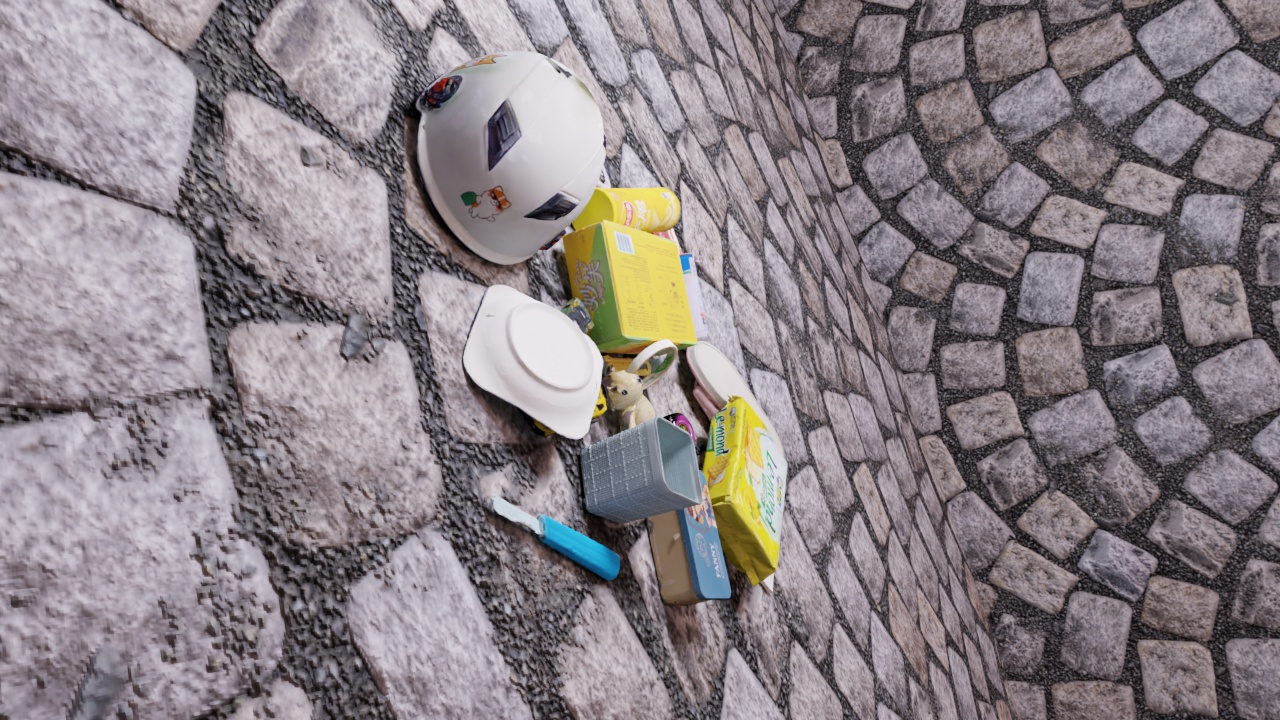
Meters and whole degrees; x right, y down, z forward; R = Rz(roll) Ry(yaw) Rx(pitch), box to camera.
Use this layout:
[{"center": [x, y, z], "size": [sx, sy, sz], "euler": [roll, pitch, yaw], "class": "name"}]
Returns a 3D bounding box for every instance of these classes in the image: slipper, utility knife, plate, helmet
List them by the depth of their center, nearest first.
[{"center": [-0.084, 0.182, 0.949], "size": [0.218, 0.018, 0.034], "euler": [42, 37, -46], "class": "utility knife"}, {"center": [-0.104, -0.008, 0.990], "size": [0.163, 0.034, 0.163], "euler": [33, 39, -22], "class": "plate"}, {"center": [-0.126, -0.249, 1.050], "size": [0.230, 0.157, 0.273], "euler": [53, 29, -28], "class": "helmet"}, {"center": [-0.007, 0.007, 1.260], "size": [0.215, 0.022, 0.031], "euler": [2, 74, -68], "class": "utility knife"}, {"center": [0.143, 0.078, 1.451], "size": [0.274, 0.055, 0.114], "euler": [50, 30, -28], "class": "slipper"}]

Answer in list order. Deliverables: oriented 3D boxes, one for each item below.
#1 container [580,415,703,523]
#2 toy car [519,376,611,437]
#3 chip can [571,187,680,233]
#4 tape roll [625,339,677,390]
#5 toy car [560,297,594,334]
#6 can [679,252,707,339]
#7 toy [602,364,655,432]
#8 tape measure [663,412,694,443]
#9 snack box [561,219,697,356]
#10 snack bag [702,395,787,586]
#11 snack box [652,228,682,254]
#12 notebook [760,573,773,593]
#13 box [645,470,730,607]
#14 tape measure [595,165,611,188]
[{"center": [-0.002, 0.130, 1.048], "size": [0.090, 0.112, 0.090], "euler": [32, 43, -51], "class": "container"}, {"center": [-0.084, 0.044, 1.037], "size": [0.155, 0.041, 0.071], "euler": [-15, 82, -63], "class": "toy car"}, {"center": [-0.017, -0.214, 1.324], "size": [0.212, 0.072, 0.072], "euler": [-19, 87, -61], "class": "chip can"}, {"center": [0.012, 0.008, 1.212], "size": [0.014, 0.086, 0.085], "euler": [47, 18, 22], "class": "tape roll"}, {"center": [-0.087, -0.040, 1.104], "size": [0.043, 0.036, 0.091], "euler": [59, 26, -21], "class": "toy car"}, {"center": [0.068, -0.096, 1.420], "size": [0.053, 0.053, 0.134], "euler": [-13, 92, -65], "class": "can"}, {"center": [0.005, 0.074, 1.160], "size": [0.157, 0.066, 0.105], "euler": [48, 25, -24], "class": "toy"}, {"center": [0.045, 0.102, 1.254], "size": [0.057, 0.039, 0.057], "euler": [7, 64, -57], "class": "tape measure"}, {"center": [-0.010, -0.090, 1.234], "size": [0.209, 0.070, 0.157], "euler": [3, 74, -61], "class": "snack box"}, {"center": [0.146, 0.177, 1.314], "size": [0.158, 0.068, 0.245], "euler": [57, 30, -29], "class": "snack bag"}, {"center": [0.059, -0.152, 1.486], "size": [0.075, 0.025, 0.153], "euler": [-15, 84, -77], "class": "snack box"}, {"center": [0.156, 0.236, 1.401], "size": [0.206, 0.010, 0.145], "euler": [55, 28, -26], "class": "notebook"}, {"center": [0.057, 0.226, 1.150], "size": [0.089, 0.062, 0.184], "euler": [19, 52, -58], "class": "box"}, {"center": [-0.072, -0.265, 1.320], "size": [0.066, 0.034, 0.065], "euler": [43, 32, -40], "class": "tape measure"}]
